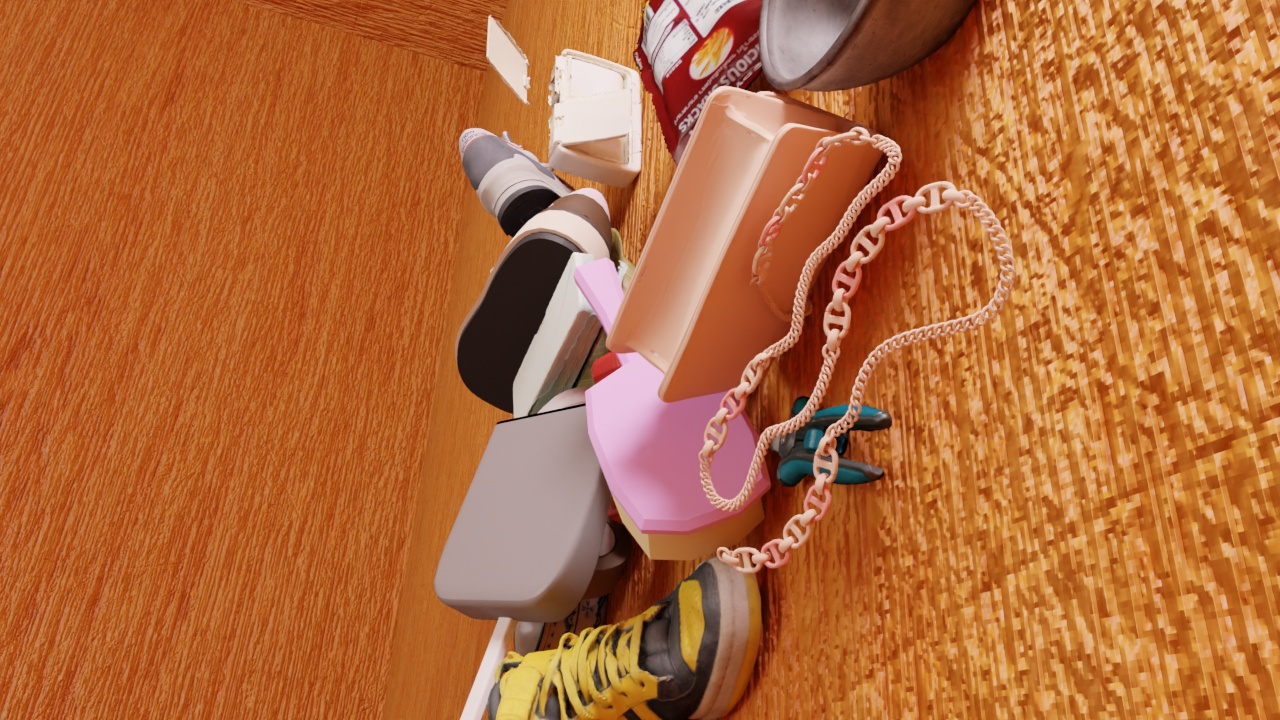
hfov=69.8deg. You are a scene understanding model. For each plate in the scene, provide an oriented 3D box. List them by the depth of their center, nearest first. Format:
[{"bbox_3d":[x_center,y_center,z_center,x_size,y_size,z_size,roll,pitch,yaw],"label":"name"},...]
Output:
[{"bbox_3d":[-0.030,-0.031,0.872,0.184,0.036,0.184,-169,91,-74],"label":"plate"}]

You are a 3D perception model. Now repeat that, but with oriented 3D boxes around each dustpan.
[{"bbox_3d":[-0.094,0.152,0.672,0.164,0.033,0.257,-14,47,45],"label":"dustpan"}]

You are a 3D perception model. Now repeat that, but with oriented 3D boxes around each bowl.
[{"bbox_3d":[0.119,-0.195,0.444,0.145,0.067,0.145,-169,91,-73],"label":"bowl"},{"bbox_3d":[-0.065,0.208,0.787,0.115,0.059,0.115,-169,91,-73],"label":"bowl"}]

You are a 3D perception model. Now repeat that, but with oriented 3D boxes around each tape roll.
[{"bbox_3d":[-0.056,0.148,0.737,0.093,0.093,0.030,-110,35,-60],"label":"tape roll"}]

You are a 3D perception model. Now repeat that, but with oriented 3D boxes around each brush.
[{"bbox_3d":[0.004,0.020,0.572,0.043,0.089,0.228,80,169,-47],"label":"brush"}]

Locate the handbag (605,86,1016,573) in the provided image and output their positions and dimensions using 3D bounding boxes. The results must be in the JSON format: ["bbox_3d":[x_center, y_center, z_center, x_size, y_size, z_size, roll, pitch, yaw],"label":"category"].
[{"bbox_3d":[0.088,-0.016,0.454,0.187,0.116,0.199,43,120,35],"label":"handbag"}]

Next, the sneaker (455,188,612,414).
[{"bbox_3d":[-0.101,-0.061,0.916,0.116,0.111,0.295,-63,2,-40],"label":"sneaker"}]

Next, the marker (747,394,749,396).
[{"bbox_3d":[0.072,-0.034,0.564,0.025,0.025,0.126,-130,54,-69],"label":"marker"}]

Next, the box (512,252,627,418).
[{"bbox_3d":[-0.069,-0.005,0.806,0.085,0.072,0.199,-56,-2,-45],"label":"box"}]

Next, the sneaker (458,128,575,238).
[{"bbox_3d":[-0.117,-0.177,0.959,0.089,0.124,0.239,-40,-12,6],"label":"sneaker"}]

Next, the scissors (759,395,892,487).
[{"bbox_3d":[0.091,0.036,0.468,0.130,0.019,0.135,-89,19,-51],"label":"scissors"}]

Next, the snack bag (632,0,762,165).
[{"bbox_3d":[0.049,-0.240,0.687,0.139,0.066,0.207,-45,31,21],"label":"snack bag"}]

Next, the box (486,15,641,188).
[{"bbox_3d":[-0.075,-0.270,0.934,0.081,0.181,0.143,136,138,-54],"label":"box"}]

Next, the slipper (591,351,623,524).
[{"bbox_3d":[-0.004,0.004,0.730,0.104,0.059,0.248,161,121,-71],"label":"slipper"}]

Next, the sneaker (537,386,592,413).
[{"bbox_3d":[-0.068,0.121,0.835,0.236,0.084,0.079,112,147,-42],"label":"sneaker"}]

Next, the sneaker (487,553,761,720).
[{"bbox_3d":[-0.022,0.193,0.551,0.086,0.122,0.239,-101,27,-49],"label":"sneaker"}]
